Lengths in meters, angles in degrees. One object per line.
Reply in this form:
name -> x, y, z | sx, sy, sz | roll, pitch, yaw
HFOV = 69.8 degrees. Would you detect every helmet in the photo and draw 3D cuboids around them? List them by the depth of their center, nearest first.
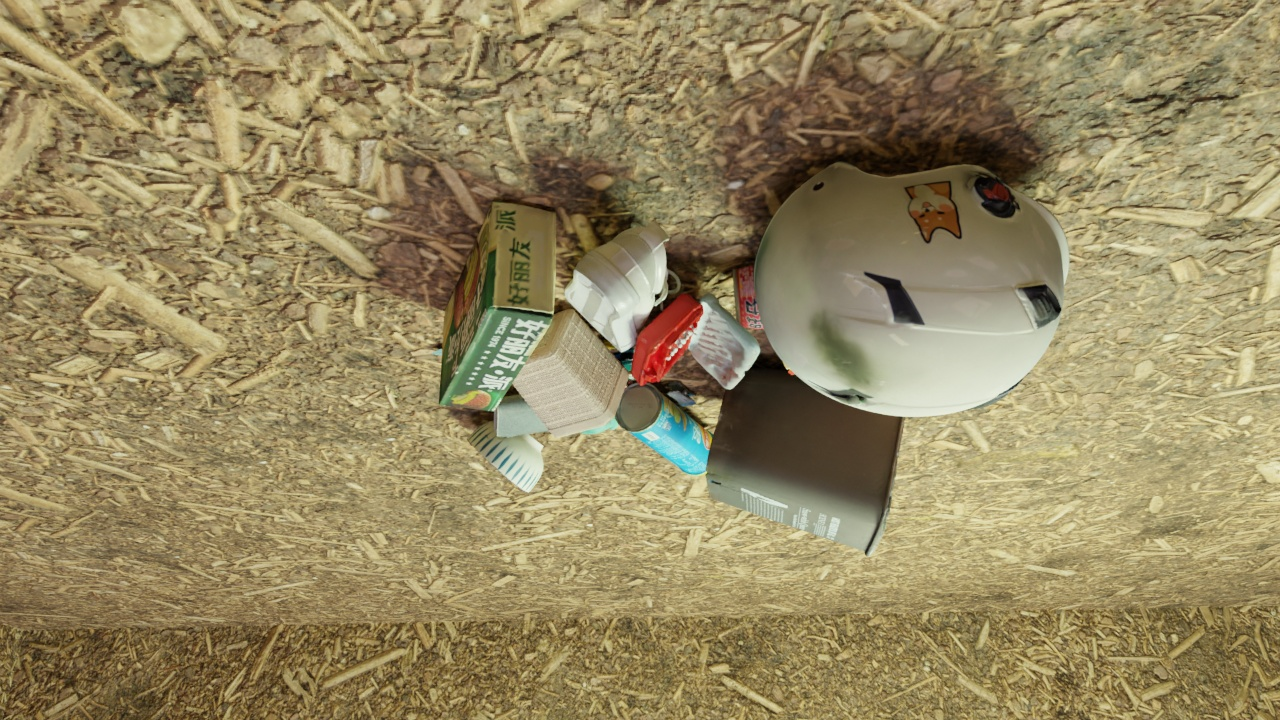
helmet -> 0.230, -0.039, 0.779 | 0.274, 0.156, 0.231 | 13, 133, 1

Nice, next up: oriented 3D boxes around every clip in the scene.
clip -> 0.054, 0.045, 1.217 | 0.026, 0.037, 0.058 | -7, 154, 24

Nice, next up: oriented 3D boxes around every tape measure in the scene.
tape measure -> -0.007, 0.007, 1.124 | 0.058, 0.025, 0.055 | 21, 148, -40

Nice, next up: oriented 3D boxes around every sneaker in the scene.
sneaker -> -0.015, -0.076, 0.897 | 0.089, 0.090, 0.242 | 45, 171, 4

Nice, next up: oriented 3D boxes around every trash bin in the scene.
trash bin -> 0.207, 0.116, 1.149 | 0.220, 0.198, 0.199 | 11, 157, 12

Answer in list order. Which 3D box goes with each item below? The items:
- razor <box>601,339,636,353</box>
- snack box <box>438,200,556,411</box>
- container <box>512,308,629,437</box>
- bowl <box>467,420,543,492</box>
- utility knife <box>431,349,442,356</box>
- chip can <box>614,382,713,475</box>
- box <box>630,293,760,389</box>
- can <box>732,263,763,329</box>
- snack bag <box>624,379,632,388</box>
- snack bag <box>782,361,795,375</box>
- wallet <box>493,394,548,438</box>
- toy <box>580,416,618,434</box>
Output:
razor -> -0.066, -0.004, 1.094 | 0.133, 0.028, 0.043 | -19, 176, 26
snack box -> -0.144, -0.044, 0.903 | 0.063, 0.114, 0.241 | 8, 154, -20
container -> -0.086, 0.013, 1.027 | 0.090, 0.089, 0.111 | -17, 126, 32
bowl -> -0.181, 0.125, 1.300 | 0.066, 0.116, 0.116 | -48, 150, -5
utility knife -> -0.163, 0.000, 1.122 | 0.182, 0.019, 0.031 | 13, 146, -19
chip can -> 0.040, 0.097, 1.265 | 0.071, 0.071, 0.210 | -12, 153, 22
box -> 0.054, 0.001, 0.977 | 0.094, 0.100, 0.201 | -44, 173, -10
can -> 0.141, -0.066, 0.924 | 0.094, 0.066, 0.066 | -4, 155, 6
snack bag -> -0.062, 0.032, 1.172 | 0.105, 0.026, 0.045 | -2, -174, 0
snack bag -> 0.248, -0.045, 0.986 | 0.208, 0.073, 0.128 | -17, 149, 21
wallet -> -0.131, 0.065, 1.228 | 0.129, 0.037, 0.107 | -8, 158, -14
toy -> -0.043, 0.079, 1.251 | 0.091, 0.030, 0.097 | -19, 161, -26
